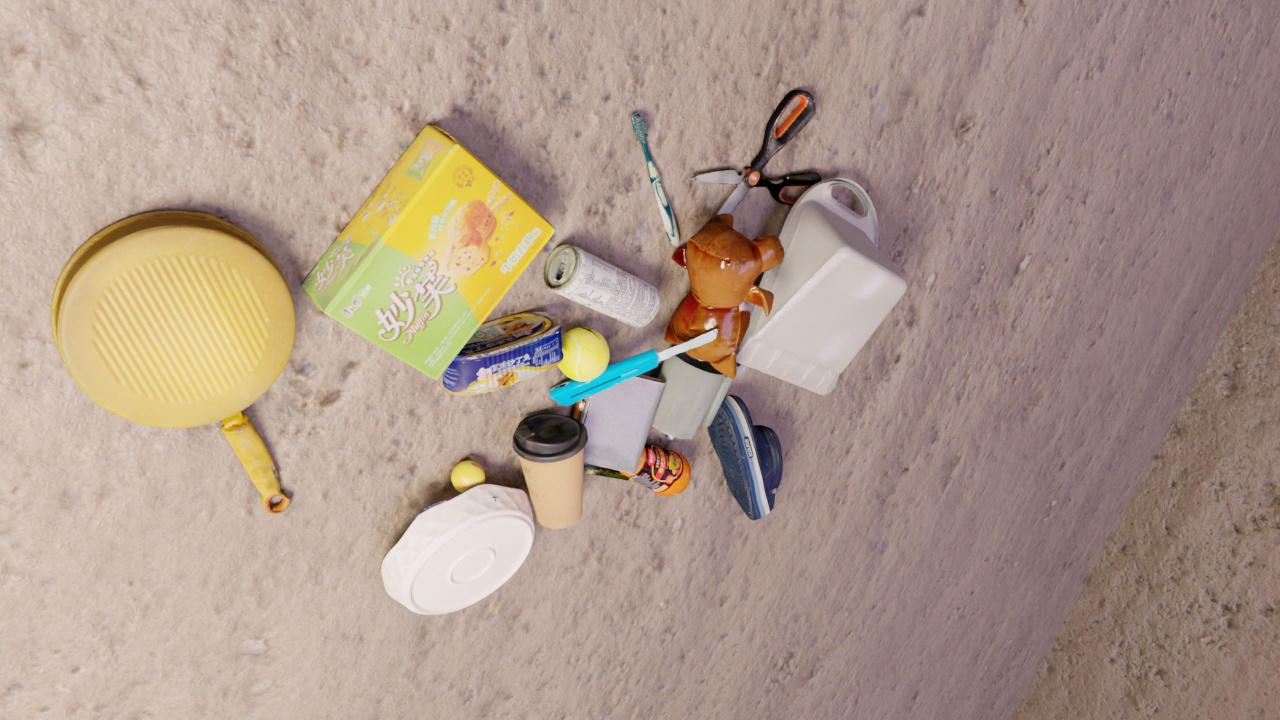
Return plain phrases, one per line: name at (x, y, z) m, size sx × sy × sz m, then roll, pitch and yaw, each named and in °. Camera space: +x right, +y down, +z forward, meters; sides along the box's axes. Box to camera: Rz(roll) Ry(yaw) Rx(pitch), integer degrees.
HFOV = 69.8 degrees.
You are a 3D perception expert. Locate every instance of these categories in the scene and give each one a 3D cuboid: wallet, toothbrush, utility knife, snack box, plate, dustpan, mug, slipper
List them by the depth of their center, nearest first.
snack box at (-0.210, -0.105, 0.930) m, size 0.210 × 0.070 × 0.157 m, roll -52°, pitch 136°, yaw 0°
toothbrush at (0.022, -0.209, 1.088) m, size 0.016 × 0.018 × 0.192 m, roll -36°, pitch 134°, yaw -16°
utility knife at (-0.007, 0.007, 1.133) m, size 0.223 × 0.018 × 0.034 m, roll -23°, pitch 135°, yaw 10°
plate at (-0.217, 0.240, 1.135) m, size 0.204 × 0.045 × 0.205 m, roll -28°, pitch 145°, yaw -22°
wallet at (-0.036, 0.075, 1.197) m, size 0.106 × 0.037 × 0.130 m, roll 15°, pitch 101°, yaw -17°
mug at (0.073, 0.044, 1.248) m, size 0.123 × 0.084 × 0.103 m, roll 7°, pitch 113°, yaw -44°
toothbrush at (-0.063, 0.148, 1.254) m, size 0.185 × 0.012 × 0.017 m, roll 17°, pitch 94°, yaw -44°
dustpan at (0.246, -0.110, 1.273) m, size 0.222 × 0.142 × 0.258 m, roll 20°, pitch 120°, yaw -41°
slipper at (0.171, 0.148, 1.376) m, size 0.095 × 0.105 × 0.253 m, roll -30°, pitch 135°, yaw -12°

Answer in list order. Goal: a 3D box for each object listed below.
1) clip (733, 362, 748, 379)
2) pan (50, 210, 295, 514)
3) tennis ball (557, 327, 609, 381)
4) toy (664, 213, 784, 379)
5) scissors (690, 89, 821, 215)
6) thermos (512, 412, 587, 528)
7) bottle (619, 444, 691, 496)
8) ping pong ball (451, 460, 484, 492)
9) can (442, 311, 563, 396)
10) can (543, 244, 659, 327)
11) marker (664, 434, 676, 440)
clip at (0.130, 0.018, 1.325) m, size 0.058 × 0.036 × 0.025 m, roll -34°, pitch 131°, yaw -13°
pan at (-0.405, 0.027, 0.876) m, size 0.197 × 0.078 × 0.358 m, roll -26°, pitch 124°, yaw -21°
tennis ball at (-0.070, -0.008, 1.109) m, size 0.065 × 0.065 × 0.066 m, roll -20°, pitch 128°, yaw -29°
toy at (0.099, -0.081, 1.152) m, size 0.130 × 0.140 × 0.200 m, roll -16°, pitch 130°, yaw -42°
scissors at (0.162, -0.243, 1.178) m, size 0.232 × 0.022 × 0.221 m, roll 16°, pitch 106°, yaw -44°
thermos at (-0.109, 0.137, 1.148) m, size 0.092 × 0.093 × 0.143 m, roll -21°, pitch 125°, yaw -28°
bottle at (0.004, 0.143, 1.275) m, size 0.149 × 0.067 × 0.067 m, roll 26°, pitch 99°, yaw -39°
ping pong ball at (-0.209, 0.141, 1.111) m, size 0.040 × 0.040 × 0.040 m, roll -20°, pitch 128°, yaw -29°
can at (-0.155, -0.010, 1.034) m, size 0.147 × 0.075 × 0.049 m, roll -20°, pitch 124°, yaw -30°
can at (-0.044, -0.087, 1.085) m, size 0.146 × 0.058 × 0.058 m, roll 21°, pitch 102°, yaw -45°
marker at (0.076, 0.058, 1.305) m, size 0.022 × 0.018 × 0.131 m, roll 30°, pitch 96°, yaw -27°
